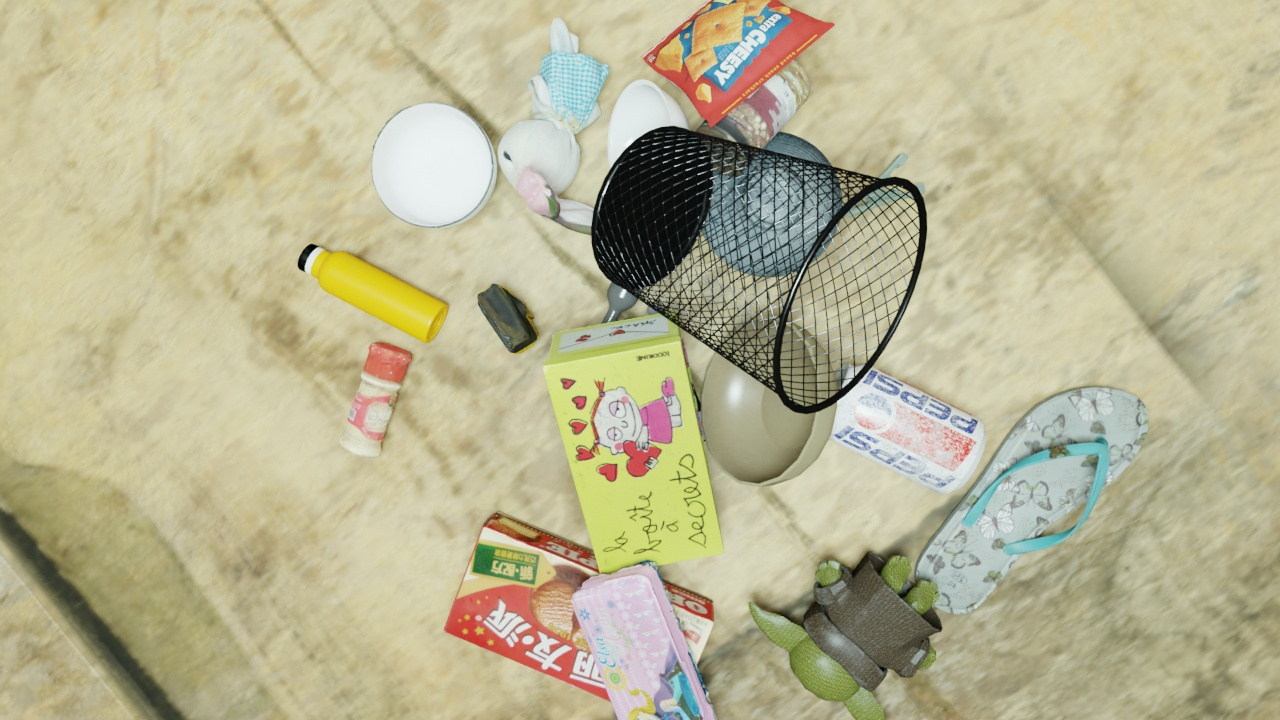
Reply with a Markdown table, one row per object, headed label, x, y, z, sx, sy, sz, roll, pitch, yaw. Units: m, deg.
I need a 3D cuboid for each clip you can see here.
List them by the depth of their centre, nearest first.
| label | x | y | z | sx | sy | sz | roll | pitch | yaw |
| --- | --- | --- | --- | --- | --- | --- | --- | --- | --- |
| clip | 0.221 | -0.155 | 0.850 | 0.076 | 0.023 | 0.059 | -30 | 90 | 3 |

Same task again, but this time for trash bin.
| label | x | y | z | sx | sy | sz | roll | pitch | yaw |
| --- | --- | --- | --- | --- | --- | --- | --- | --- | --- |
| trash bin | 0.083 | -0.087 | 0.729 | 0.210 | 0.184 | 0.184 | 31 | 96 | 35 |

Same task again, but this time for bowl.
| label | x | y | z | sx | sy | sz | roll | pitch | yaw |
| --- | --- | --- | --- | --- | --- | --- | --- | --- | --- |
| bowl | 0.122 | 0.038 | 0.826 | 0.050 | 0.152 | 0.152 | 8 | 96 | -36 |
| bowl | 0.015 | -0.196 | 0.835 | 0.040 | 0.110 | 0.110 | -6 | 94 | -32 |
| bowl | 0.120 | -0.145 | 0.840 | 0.137 | 0.057 | 0.137 | 0 | 94 | 4 |
| bowl | -0.187 | -0.178 | 0.857 | 0.113 | 0.063 | 0.113 | 0 | 94 | 4 |

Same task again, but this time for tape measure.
| label | x | y | z | sx | sy | sz | roll | pitch | yaw |
| --- | --- | --- | --- | --- | --- | --- | --- | --- | --- |
| tape measure | -0.122 | -0.039 | 0.863 | 0.037 | 0.064 | 0.065 | -34 | 82 | -2 |

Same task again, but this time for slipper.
| label | x | y | z | sx | sy | sz | roll | pitch | yaw |
| --- | --- | --- | --- | --- | --- | --- | --- | --- | --- |
| slipper | 0.356 | 0.125 | 0.845 | 0.098 | 0.054 | 0.269 | 43 | 97 | 3 |

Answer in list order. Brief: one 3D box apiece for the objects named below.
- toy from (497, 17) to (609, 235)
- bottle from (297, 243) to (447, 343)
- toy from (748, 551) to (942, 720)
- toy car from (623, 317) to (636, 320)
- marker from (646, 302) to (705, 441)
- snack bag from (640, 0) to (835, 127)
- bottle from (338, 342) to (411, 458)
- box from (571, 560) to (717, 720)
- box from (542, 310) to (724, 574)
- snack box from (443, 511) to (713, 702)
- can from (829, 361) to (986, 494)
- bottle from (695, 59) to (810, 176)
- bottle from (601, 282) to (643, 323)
| label | x | y | z | sx | sy | sz | roll | pitch | yaw |
| --- | --- | --- | --- | --- | --- | --- | --- | --- | --- |
| toy | -0.087 | -0.214 | 0.837 | 0.106 | 0.131 | 0.205 | -4 | 81 | 26 |
| bottle | -0.259 | -0.068 | 0.881 | 0.143 | 0.043 | 0.043 | 27 | 95 | 2 |
| toy | 0.205 | 0.249 | 0.851 | 0.179 | 0.078 | 0.153 | 43 | 104 | 0 |
| toy car | -0.005 | 0.005 | 0.867 | 0.036 | 0.042 | 0.091 | 4 | 93 | 11 |
| marker | 0.038 | 0.011 | 0.878 | 0.016 | 0.016 | 0.140 | -21 | 92 | 5 |
| snack bag | 0.081 | -0.280 | 0.815 | 0.131 | 0.039 | 0.144 | -39 | 48 | 6 |
| bottle | -0.257 | 0.038 | 0.889 | 0.044 | 0.044 | 0.109 | 19 | 96 | 3 |
| box | 0.016 | 0.295 | 0.831 | 0.085 | 0.053 | 0.230 | -19 | 96 | 23 |
| box | -0.002 | 0.077 | 0.821 | 0.124 | 0.080 | 0.221 | -8 | 113 | 4 |
| snack box | -0.058 | 0.245 | 0.879 | 0.236 | 0.060 | 0.113 | 22 | 97 | 2 |
| can | 0.235 | 0.060 | 0.836 | 0.136 | 0.078 | 0.078 | 26 | 95 | 2 |
| bottle | 0.100 | -0.220 | 0.820 | 0.056 | 0.056 | 0.105 | 41 | 74 | 1 |
| bottle | -0.011 | -0.074 | 0.868 | 0.030 | 0.030 | 0.113 | 27 | 95 | 2 |
